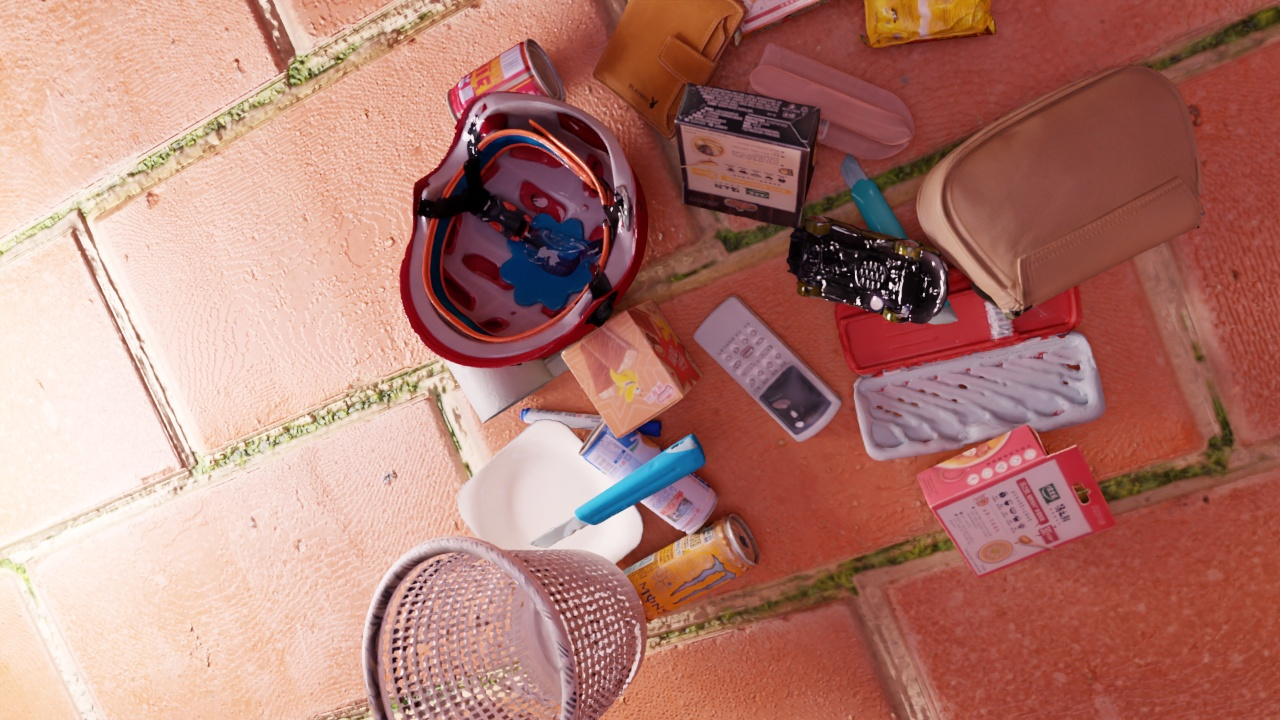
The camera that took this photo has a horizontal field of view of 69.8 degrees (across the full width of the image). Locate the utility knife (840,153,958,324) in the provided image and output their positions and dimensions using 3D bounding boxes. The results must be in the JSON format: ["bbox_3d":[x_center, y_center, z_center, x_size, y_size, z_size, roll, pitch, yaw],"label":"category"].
[{"bbox_3d":[0.219,-0.105,0.790,0.029,0.013,0.178,-35,72,29],"label":"utility knife"}]

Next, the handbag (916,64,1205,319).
[{"bbox_3d":[0.330,-0.133,0.727,0.204,0.100,0.148,-26,89,2],"label":"handbag"}]

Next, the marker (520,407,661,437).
[{"bbox_3d":[-0.051,0.062,0.919,0.146,0.016,0.017,5,102,14],"label":"marker"}]

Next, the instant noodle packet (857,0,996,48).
[{"bbox_3d":[0.232,-0.325,0.750,0.111,0.044,0.128,-2,98,18],"label":"instant noodle packet"}]

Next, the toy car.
[{"bbox_3d":[0.192,-0.078,0.783,0.158,0.042,0.070,26,121,39],"label":"toy car"}]

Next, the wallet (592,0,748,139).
[{"bbox_3d":[0.029,-0.274,0.802,0.119,0.035,0.131,45,123,19],"label":"wallet"}]

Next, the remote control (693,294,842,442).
[{"bbox_3d":[0.119,0.008,0.860,0.150,0.021,0.058,45,109,4],"label":"remote control"}]

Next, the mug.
[{"bbox_3d":[-0.130,-0.014,0.901,0.124,0.084,0.103,-33,90,-8],"label":"mug"}]

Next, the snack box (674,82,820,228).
[{"bbox_3d":[0.091,-0.175,0.793,0.113,0.126,0.053,15,75,11],"label":"snack box"}]

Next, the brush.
[{"bbox_3d":[0.162,-0.213,0.777,0.146,0.073,0.063,24,105,8],"label":"brush"}]

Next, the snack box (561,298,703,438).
[{"bbox_3d":[-0.005,0.005,0.855,0.077,0.092,0.094,-34,91,18],"label":"snack box"}]

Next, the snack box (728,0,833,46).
[{"bbox_3d":[0.109,-0.324,0.773,0.156,0.027,0.077,-13,97,32],"label":"snack box"}]

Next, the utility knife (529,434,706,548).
[{"bbox_3d":[-0.024,0.130,0.858,0.208,0.018,0.034,-34,123,22],"label":"utility knife"}]

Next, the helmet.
[{"bbox_3d":[-0.094,-0.100,0.822,0.207,0.144,0.240,30,91,17],"label":"helmet"}]

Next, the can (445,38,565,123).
[{"bbox_3d":[-0.125,-0.246,0.851,0.094,0.066,0.066,-24,94,18],"label":"can"}]

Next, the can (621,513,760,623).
[{"bbox_3d":[0.042,0.207,0.902,0.146,0.058,0.058,-32,91,19],"label":"can"}]

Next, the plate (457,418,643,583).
[{"bbox_3d":[-0.089,0.154,0.940,0.164,0.034,0.163,-40,89,19],"label":"plate"}]

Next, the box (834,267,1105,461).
[{"bbox_3d":[0.282,-0.005,0.799,0.201,0.049,0.160,-13,89,17],"label":"box"}]

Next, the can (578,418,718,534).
[{"bbox_3d":[0.008,0.109,0.884,0.134,0.053,0.053,37,108,-5],"label":"can"}]

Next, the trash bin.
[{"bbox_3d":[-0.102,0.260,0.829,0.228,0.191,0.227,-1,88,30],"label":"trash bin"}]

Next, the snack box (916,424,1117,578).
[{"bbox_3d":[0.323,0.119,0.790,0.127,0.044,0.113,-28,122,18],"label":"snack box"}]
